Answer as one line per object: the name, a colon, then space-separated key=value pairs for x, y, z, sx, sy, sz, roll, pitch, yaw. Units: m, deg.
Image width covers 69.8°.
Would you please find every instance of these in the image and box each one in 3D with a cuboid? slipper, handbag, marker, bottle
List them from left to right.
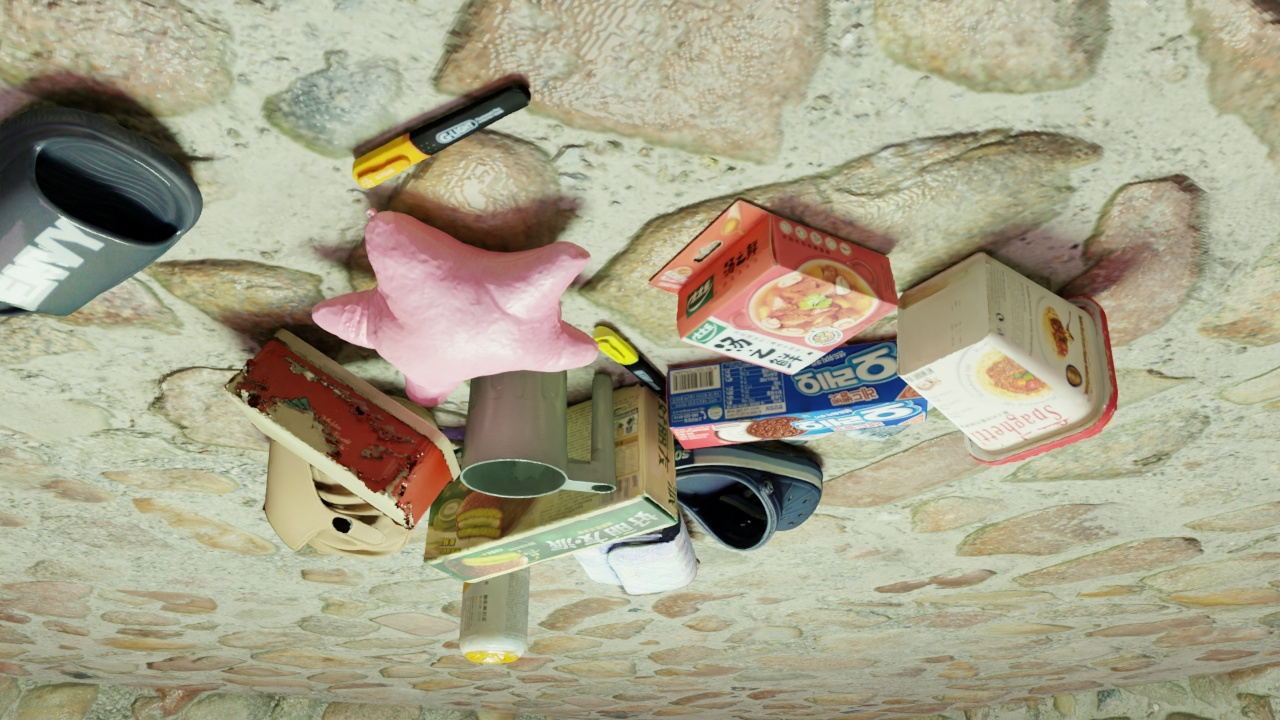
slipper: x=-0.370 y=-0.060 z=0.555 sx=0.269 sy=0.083 sz=0.110 roll=-16 pitch=150 yaw=30
handbag: x=-0.268 y=0.113 z=0.840 sx=0.147 sy=0.099 sz=0.205 roll=14 pitch=137 yaw=-13
marker: x=-0.112 y=-0.123 z=0.506 sx=0.124 sy=0.015 sz=0.018 roll=-18 pitch=152 yaw=26
bottle: x=-0.148 y=0.212 z=0.949 sx=0.068 sy=0.189 sz=0.068 roll=-1 pitch=151 yaw=-1
marker: x=-0.004 y=0.004 z=0.747 sx=0.018 sy=0.015 sz=0.124 roll=-10 pitch=152 yaw=25
handbag: x=-0.005 y=0.224 z=1.096 sx=0.134 sy=0.075 sz=0.194 roll=-5 pitch=152 yaw=8
slipper: x=0.105 y=0.136 z=0.902 sx=0.105 sy=0.095 sz=0.252 roll=-16 pitch=153 yaw=32

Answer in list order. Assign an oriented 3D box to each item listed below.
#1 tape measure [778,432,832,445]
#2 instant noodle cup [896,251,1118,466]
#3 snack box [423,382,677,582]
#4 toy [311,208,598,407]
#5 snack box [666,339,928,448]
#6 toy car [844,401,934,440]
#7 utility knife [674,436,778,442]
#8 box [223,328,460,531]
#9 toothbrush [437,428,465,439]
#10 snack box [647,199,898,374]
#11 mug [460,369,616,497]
tape measure: x=0.144 y=0.046 z=0.807 sx=0.066 sy=0.033 sz=0.066 roll=-25 pitch=146 yaw=35
instant noodle cup: x=0.250 y=-0.003 z=0.644 sx=0.124 sy=0.116 sz=0.117 roll=29 pitch=142 yaw=-24
snack box: x=-0.083 y=0.114 z=0.824 sx=0.241 sy=0.114 sz=0.063 roll=-22 pitch=140 yaw=25
toy: x=-0.118 y=-0.038 z=0.609 sx=0.195 sy=0.074 sz=0.178 roll=-15 pitch=139 yaw=19
snack box: x=0.127 y=0.028 z=0.748 sx=0.208 sy=0.057 sz=0.058 roll=-8 pitch=154 yaw=14
toy car: x=0.220 y=0.045 z=0.809 sx=0.049 sy=0.031 sz=0.106 roll=7 pitch=150 yaw=-16
utility knife: x=0.095 y=0.072 z=0.880 sx=0.152 sy=0.018 sz=0.031 roll=-12 pitch=156 yaw=12
box: x=-0.231 y=0.059 z=0.699 sx=0.168 sy=0.079 sz=0.091 roll=30 pitch=155 yaw=13
toothbrush: x=-0.111 y=0.075 z=0.882 sx=0.189 sy=0.014 sz=0.017 roll=4 pitch=164 yaw=-7
snack box: x=0.087 y=-0.044 z=0.625 sx=0.127 sy=0.044 sz=0.113 roll=15 pitch=148 yaw=-26
mug: x=-0.080 y=0.051 z=0.740 sx=0.124 sy=0.103 sz=0.084 roll=8 pitch=151 yaw=-17
